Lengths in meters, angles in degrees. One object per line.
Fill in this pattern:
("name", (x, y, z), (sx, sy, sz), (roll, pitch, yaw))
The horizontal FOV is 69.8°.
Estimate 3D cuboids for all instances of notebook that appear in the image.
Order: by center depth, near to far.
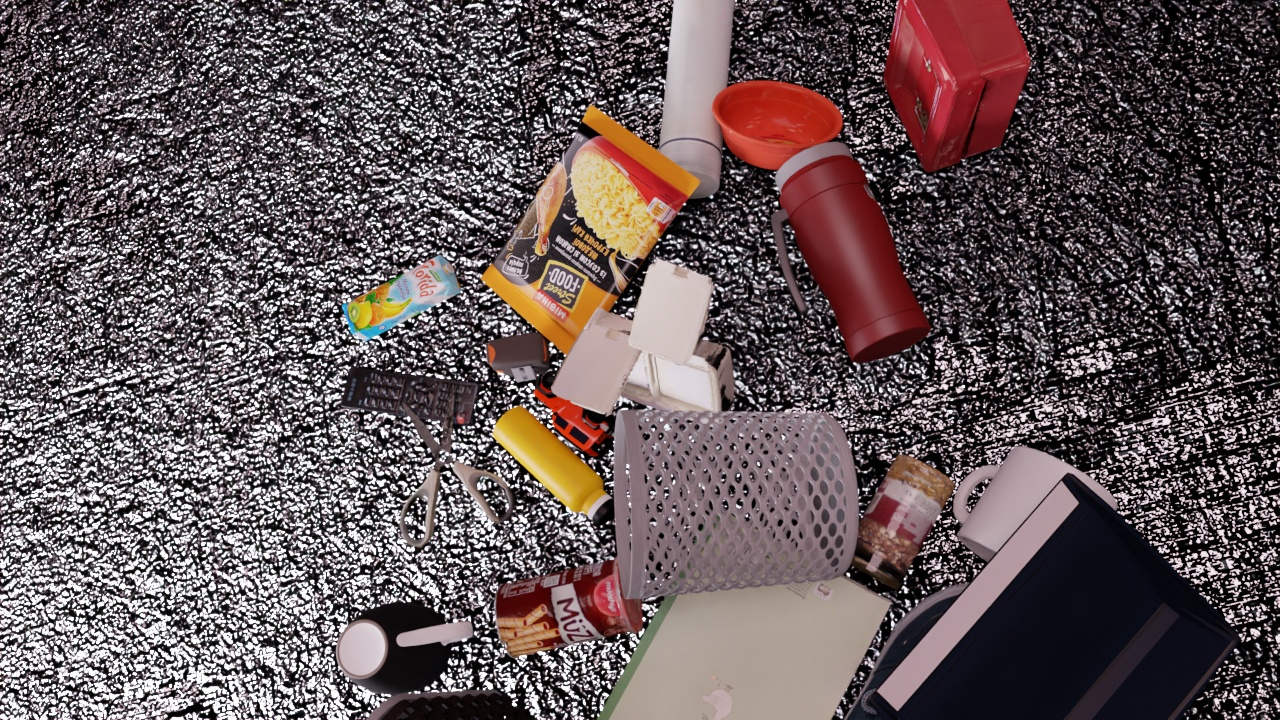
("notebook", (0.084, 0.283, 0.824), (0.182, 0.010, 0.252), (27, 82, 20))

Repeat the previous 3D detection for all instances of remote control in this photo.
("remote control", (-0.242, 0.038, 0.972), (0.150, 0.022, 0.047), (7, 76, 14))

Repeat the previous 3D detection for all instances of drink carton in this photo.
("drink carton", (-0.258, -0.068, 0.996), (0.129, 0.038, 0.044), (-27, 70, 5))

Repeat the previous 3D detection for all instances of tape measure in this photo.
("tape measure", (-0.121, 0.000, 0.932), (0.058, 0.059, 0.038), (-9, 73, 1))

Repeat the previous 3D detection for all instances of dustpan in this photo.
("dustpan", (0.346, 0.266, 0.697), (0.236, 0.080, 0.273), (-46, 111, -7))

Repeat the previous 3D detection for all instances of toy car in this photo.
("toy car", (-0.066, 0.054, 0.906), (0.100, 0.051, 0.048), (35, 84, 20))

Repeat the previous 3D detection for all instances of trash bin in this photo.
("trash bin", (0.075, 0.117, 0.779), (0.183, 0.157, 0.156), (-1, 73, -6))

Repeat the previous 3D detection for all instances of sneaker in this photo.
("sneaker", (0.223, 0.280, 0.748), (0.089, 0.087, 0.235), (34, 85, 20))

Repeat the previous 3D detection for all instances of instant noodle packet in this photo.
("instant noodle packet", (-0.058, -0.131, 0.943), (0.160, 0.032, 0.221), (41, 103, 26))

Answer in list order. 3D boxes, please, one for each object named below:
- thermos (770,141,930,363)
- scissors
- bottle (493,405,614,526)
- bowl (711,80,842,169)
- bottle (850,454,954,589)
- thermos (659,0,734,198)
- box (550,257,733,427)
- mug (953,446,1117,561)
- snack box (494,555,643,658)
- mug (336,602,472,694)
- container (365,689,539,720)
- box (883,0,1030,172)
("thermos", (0.187, -0.099, 0.870), (0.108, 0.084, 0.198), (-21, 72, 6))
("scissors", (-0.195, 0.116, 0.932), (0.157, 0.012, 0.171), (24, 88, 11))
("bottle", (-0.081, 0.105, 0.899), (0.143, 0.043, 0.043), (40, 87, 21))
("bowl", (0.134, -0.231, 0.924), (0.130, 0.045, 0.130), (3, 44, -3))
("bottle", (0.226, 0.141, 0.805), (0.056, 0.056, 0.105), (29, 83, 20))
("thermos", (0.059, -0.286, 0.966), (0.068, 0.068, 0.229), (2, 76, 15))
("box", (-0.005, 0.005, 0.818), (0.143, 0.188, 0.104), (17, 54, 23))
("mug", (0.320, 0.130, 0.774), (0.090, 0.091, 0.121), (-55, 37, -6))
("snack box", (-0.066, 0.227, 0.845), (0.121, 0.072, 0.072), (-15, 71, 10))
("mug", (-0.219, 0.265, 0.857), (0.119, 0.100, 0.084), (-17, 71, 9))
("container", (-0.127, 0.427, 0.714), (0.244, 0.247, 0.245), (33, 84, 24))
("box", (0.292, -0.271, 0.855), (0.087, 0.158, 0.128), (-14, 72, 3))
